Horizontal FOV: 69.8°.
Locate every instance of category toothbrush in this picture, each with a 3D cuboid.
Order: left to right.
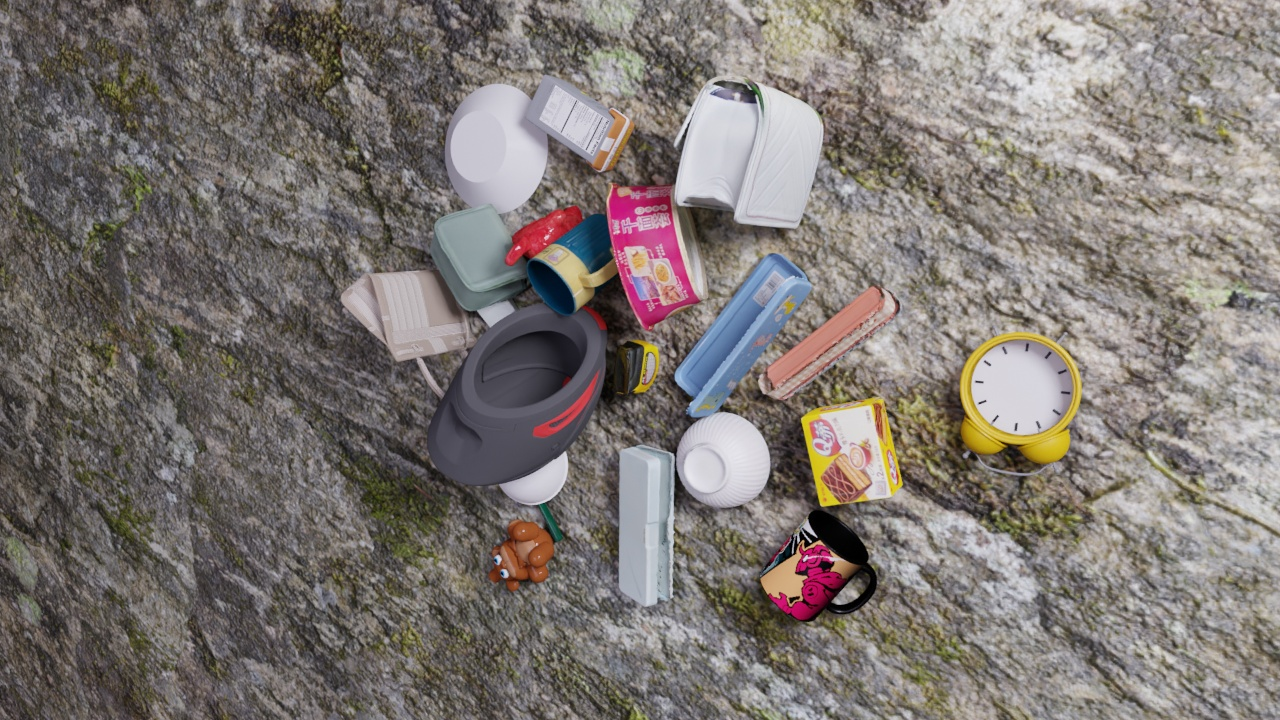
[{"bbox_3d":[-0.159,0.167,1.273,0.017,0.016,0.189,-31,80,9],"label":"toothbrush"}]

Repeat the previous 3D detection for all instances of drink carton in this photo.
[{"bbox_3d":[-0.077,-0.300,1.158,0.125,0.048,0.076,37,111,20],"label":"drink carton"}]

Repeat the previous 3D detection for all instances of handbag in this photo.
[{"bbox_3d":[-0.278,-0.024,1.231,0.062,0.175,0.198,-33,82,27],"label":"handbag"},{"bbox_3d":[-0.212,-0.136,1.223,0.122,0.106,0.067,58,151,12],"label":"handbag"},{"bbox_3d":[0.118,-0.220,0.978,0.096,0.198,0.142,20,104,27],"label":"handbag"}]

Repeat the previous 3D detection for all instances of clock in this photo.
[{"bbox_3d":[0.390,0.042,0.945,0.114,0.052,0.152,8,95,28],"label":"clock"}]

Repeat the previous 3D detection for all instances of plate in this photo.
[{"bbox_3d":[-0.208,-0.286,1.238,0.174,0.036,0.174,3,97,28],"label":"plate"}]

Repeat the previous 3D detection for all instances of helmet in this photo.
[{"bbox_3d":[-0.149,0.054,1.160,0.264,0.170,0.164,-37,67,-17],"label":"helmet"}]

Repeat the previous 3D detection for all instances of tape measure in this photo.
[{"bbox_3d":[-0.007,0.007,1.147,0.037,0.064,0.066,16,112,33],"label":"tape measure"}]

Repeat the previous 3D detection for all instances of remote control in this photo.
[{"bbox_3d":[-0.227,-0.112,1.275,0.050,0.024,0.143,-39,77,26],"label":"remote control"}]

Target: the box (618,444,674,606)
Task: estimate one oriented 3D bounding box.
[{"bbox_3d":[0.003,0.209,1.167,0.083,0.066,0.199,6,103,30],"label":"box"}]

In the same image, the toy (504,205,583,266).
[{"bbox_3d":[-0.109,-0.136,1.156,0.088,0.132,0.094,-26,92,38],"label":"toy"}]

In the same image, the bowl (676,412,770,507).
[{"bbox_3d":[0.091,0.125,1.108,0.118,0.062,0.118,4,97,28],"label":"bowl"}]

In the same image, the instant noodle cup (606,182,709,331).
[{"bbox_3d":[0.025,-0.128,1.065,0.078,0.178,0.178,-12,90,12],"label":"instant noodle cup"}]

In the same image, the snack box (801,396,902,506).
[{"bbox_3d":[0.236,0.102,1.027,0.084,0.061,0.105,-13,89,29],"label":"snack box"}]

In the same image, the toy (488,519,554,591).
[{"bbox_3d":[-0.172,0.273,1.269,0.128,0.065,0.095,-40,71,31],"label":"toy"}]

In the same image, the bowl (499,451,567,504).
[{"bbox_3d":[-0.157,0.143,1.242,0.110,0.040,0.110,0,89,16],"label":"bowl"}]

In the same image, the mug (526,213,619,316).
[{"bbox_3d":[-0.061,-0.114,1.096,0.114,0.107,0.083,12,135,52],"label":"mug"}]

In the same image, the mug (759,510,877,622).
[{"bbox_3d":[0.213,0.244,1.053,0.118,0.081,0.098,32,112,-7],"label":"mug"}]

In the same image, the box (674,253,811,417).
[{"bbox_3d":[0.108,-0.032,1.079,0.074,0.077,0.209,44,113,21],"label":"box"}]

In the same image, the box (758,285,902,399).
[{"bbox_3d":[0.215,-0.018,1.047,0.189,0.062,0.058,-39,52,29],"label":"box"}]
